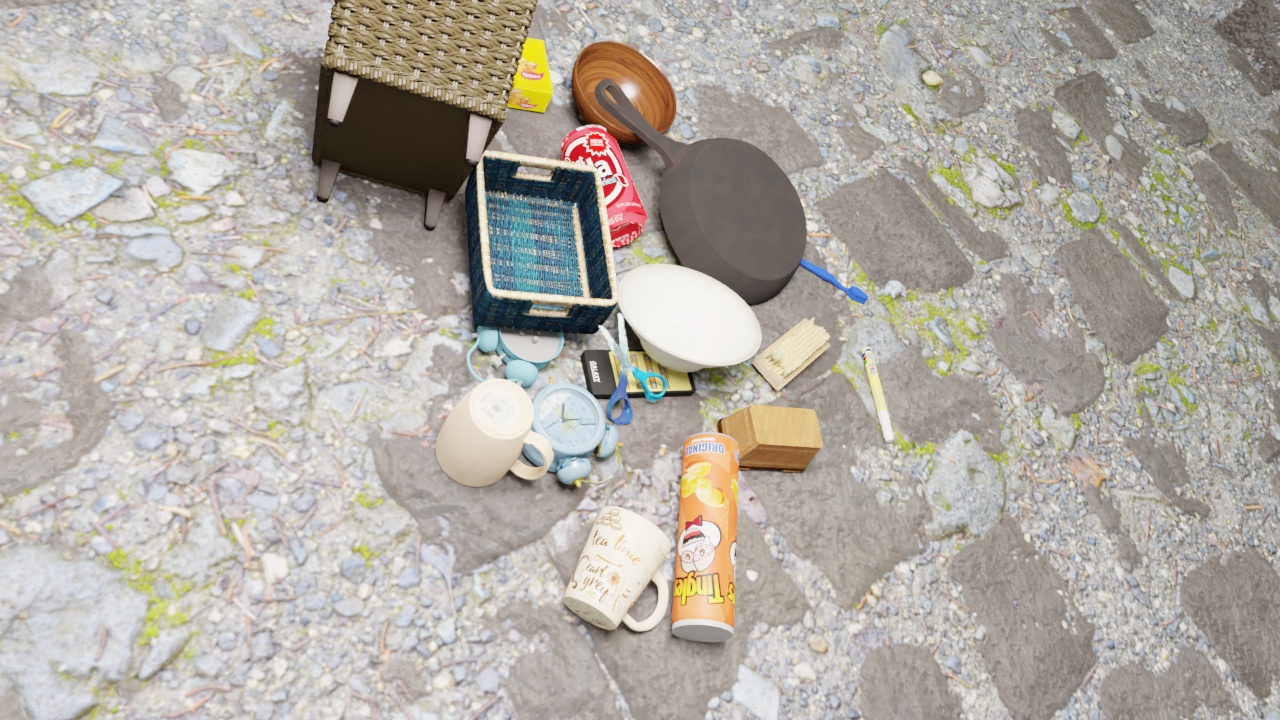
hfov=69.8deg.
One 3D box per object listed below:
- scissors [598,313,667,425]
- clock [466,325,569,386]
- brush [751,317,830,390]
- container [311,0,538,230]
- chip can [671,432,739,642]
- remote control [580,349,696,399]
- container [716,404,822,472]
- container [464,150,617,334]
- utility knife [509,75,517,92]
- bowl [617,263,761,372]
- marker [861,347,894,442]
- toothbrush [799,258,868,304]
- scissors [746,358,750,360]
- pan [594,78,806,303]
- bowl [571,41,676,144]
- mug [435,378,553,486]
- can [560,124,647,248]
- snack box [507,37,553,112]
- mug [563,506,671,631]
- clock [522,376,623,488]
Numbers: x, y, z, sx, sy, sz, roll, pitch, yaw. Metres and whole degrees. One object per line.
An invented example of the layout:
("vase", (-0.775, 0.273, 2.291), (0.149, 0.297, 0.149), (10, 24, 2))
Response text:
("scissors", (-0.024, 0.013, 1.001), (0.086, 0.015, 0.135), (-41, 126, -16))
("clock", (-0.135, -0.015, 0.992), (0.087, 0.042, 0.122), (48, 52, 5))
("brush", (0.195, -0.012, 1.155), (0.116, 0.039, 0.049), (-35, 80, -37))
("container", (-0.230, -0.273, 0.918), (0.176, 0.322, 0.204), (13, 80, -20))
("chip can", (0.070, 0.183, 0.967), (0.062, 0.062, 0.209), (17, 57, -17))
("remote control", (-0.002, 0.015, 1.058), (0.133, 0.013, 0.058), (-2, 64, -27))
("container", (0.154, 0.088, 1.063), (0.113, 0.061, 0.063), (6, 61, -24))
("container", (-0.111, -0.126, 0.997), (0.145, 0.071, 0.187), (4, 61, -23))
("utility knife", (-0.223, -0.387, 1.119), (0.171, 0.020, 0.028), (39, 52, -3))
("bowl", (0.049, -0.036, 1.069), (0.176, 0.058, 0.176), (14, 39, -12))
("marker", (0.309, 0.044, 1.195), (0.014, 0.014, 0.132), (6, 61, -24))
("toothbrush", (0.233, -0.129, 1.258), (0.186, 0.011, 0.016), (30, 54, -8))
("scissors", (0.087, -0.048, 1.139), (0.119, 0.012, 0.128), (16, 56, -17))
("pan", (0.084, -0.229, 1.164), (0.356, 0.043, 0.248), (42, 55, -16))
("bowl", (-0.032, -0.338, 1.207), (0.147, 0.069, 0.147), (13, 61, -25))
("mug", (-0.137, 0.075, 0.900), (0.111, 0.105, 0.085), (34, 54, -4))
("can", (-0.047, -0.213, 1.127), (0.074, 0.075, 0.142), (-9, 67, -30))
("snack box", (-0.214, -0.373, 1.156), (0.200, 0.042, 0.092), (2, 62, -25))
("mug", (-0.015, 0.220, 0.910), (0.122, 0.081, 0.097), (49, 56, -28))
("clock", (-0.073, 0.079, 0.963), (0.124, 0.052, 0.088), (46, 51, 4))
